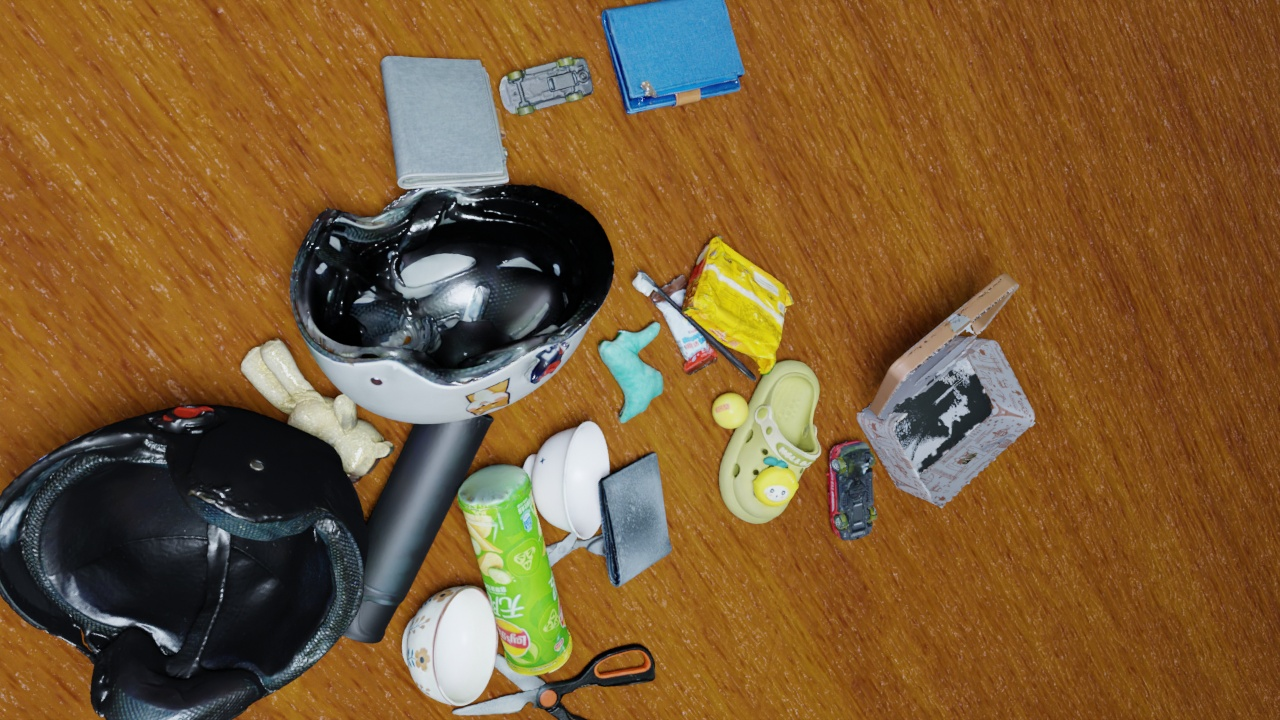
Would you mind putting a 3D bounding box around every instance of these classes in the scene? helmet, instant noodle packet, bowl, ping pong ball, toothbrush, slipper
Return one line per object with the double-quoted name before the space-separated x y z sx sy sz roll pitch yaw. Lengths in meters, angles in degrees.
"helmet" -0.165 -0.037 0.826 0.273 0.230 0.157 -20 147 -27
"instant noodle packet" 0.106 -0.059 0.982 0.128 0.044 0.110 35 55 -23
"helmet" -0.360 0.149 0.754 0.274 0.230 0.234 22 104 -14
"bowl" -0.196 0.282 0.915 0.062 0.113 0.113 -5 104 24
"ping pong ball" 0.099 0.055 1.014 0.040 0.040 0.040 -3 99 -21
"toothbrush" 0.060 -0.032 0.970 0.181 0.016 0.018 39 83 -21
"bowl" -0.081 0.120 0.935 0.065 0.118 0.118 0 101 20
"slipper" 0.153 0.092 1.021 0.091 0.082 0.190 20 88 -20

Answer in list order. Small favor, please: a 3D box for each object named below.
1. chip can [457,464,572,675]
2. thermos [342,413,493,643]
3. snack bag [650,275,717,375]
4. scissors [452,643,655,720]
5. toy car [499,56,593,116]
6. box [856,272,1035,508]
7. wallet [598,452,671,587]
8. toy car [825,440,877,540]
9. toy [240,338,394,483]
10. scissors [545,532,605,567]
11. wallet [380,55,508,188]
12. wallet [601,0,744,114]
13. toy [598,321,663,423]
"chip can" -0.123 0.209 0.913 0.072 0.072 0.221 -19 116 -17
"thermos" -0.235 0.146 0.886 0.090 0.068 0.242 27 88 -15
"snack bag" 0.048 -0.036 0.988 0.045 0.026 0.105 -28 105 -12
"scissors" -0.081 0.367 1.007 0.224 0.022 0.221 -34 103 -15
"toy car" -0.093 -0.266 0.894 0.090 0.035 0.042 -18 103 -12
"box" 0.348 0.029 1.055 0.179 0.130 0.273 -38 135 -12
"wallet" -0.005 0.168 0.982 0.097 0.019 0.121 -21 108 -51
"toy car" 0.245 0.152 1.082 0.052 0.045 0.120 -9 106 -22
"toy" -0.302 0.046 0.854 0.105 0.066 0.157 -34 107 21
"scissors" -0.077 0.201 0.983 0.166 0.014 0.163 20 90 -22
"wallet" -0.178 -0.218 0.847 0.106 0.037 0.129 -5 69 -22
"wallet" 0.034 -0.314 0.934 0.133 0.040 0.106 -17 95 -18
"toy" -0.006 0.006 0.973 0.096 0.030 0.092 -40 112 -17
